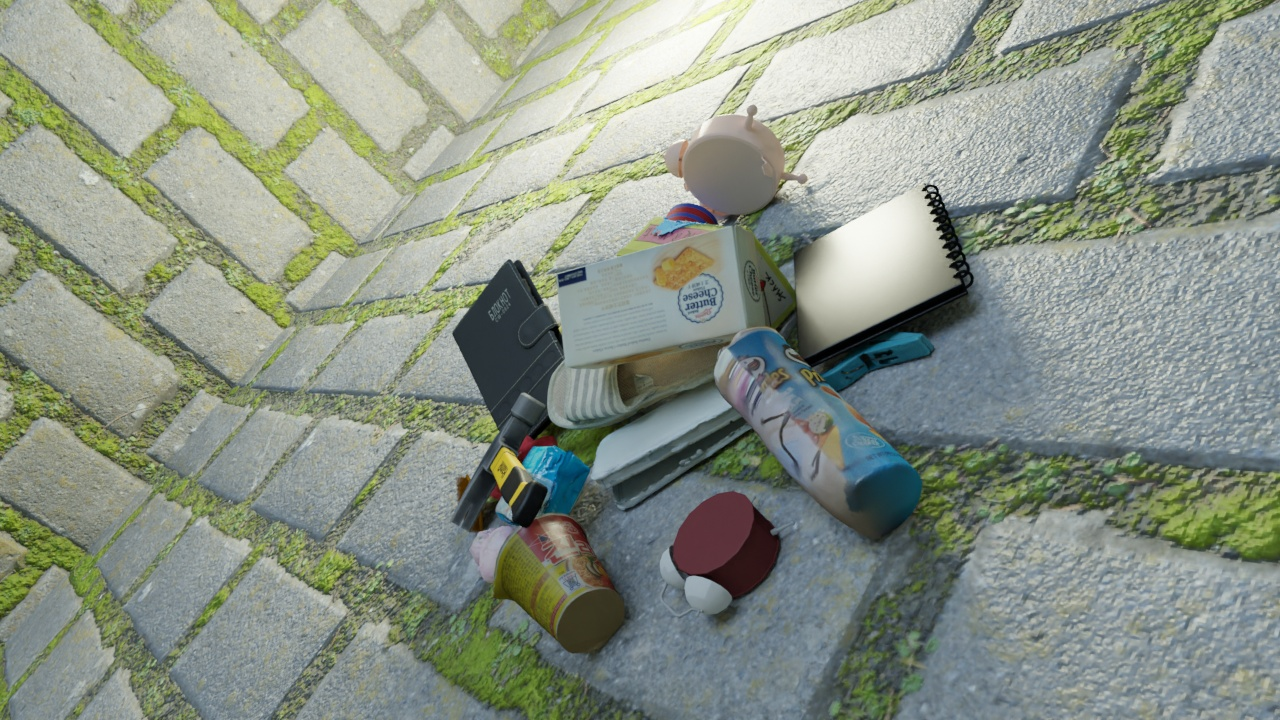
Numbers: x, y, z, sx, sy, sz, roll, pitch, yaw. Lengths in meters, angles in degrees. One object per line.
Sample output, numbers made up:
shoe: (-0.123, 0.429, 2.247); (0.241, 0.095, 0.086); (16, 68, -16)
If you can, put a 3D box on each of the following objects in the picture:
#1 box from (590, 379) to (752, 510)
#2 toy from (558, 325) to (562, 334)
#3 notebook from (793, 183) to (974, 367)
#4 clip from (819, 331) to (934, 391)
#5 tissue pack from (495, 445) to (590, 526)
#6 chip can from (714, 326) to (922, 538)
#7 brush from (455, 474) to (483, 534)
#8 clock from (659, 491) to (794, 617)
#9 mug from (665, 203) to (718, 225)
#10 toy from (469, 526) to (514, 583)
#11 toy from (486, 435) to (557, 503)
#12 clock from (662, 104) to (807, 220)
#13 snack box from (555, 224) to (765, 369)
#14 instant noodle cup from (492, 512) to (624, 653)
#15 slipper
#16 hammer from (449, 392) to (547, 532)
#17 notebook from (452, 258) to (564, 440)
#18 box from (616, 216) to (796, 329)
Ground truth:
box: (0.042, 0.068, 0.952); (0.214, 0.063, 0.118); (-34, 26, 19)
toy: (-0.065, -0.038, 1.224); (0.170, 0.064, 0.155); (-41, 18, 0)
notebook: (0.233, -0.092, 0.919); (0.169, 0.019, 0.230); (-27, 25, 23)
clip: (0.201, -0.002, 0.862); (0.118, 0.033, 0.120); (-39, 26, 2)
tissue pack: (-0.107, 0.144, 0.998); (0.092, 0.061, 0.145); (-59, 11, -14)
chip can: (0.140, 0.054, 0.775); (0.080, 0.080, 0.229); (-41, 36, 4)
brush: (-0.222, 0.173, 1.166); (0.017, 0.048, 0.126); (-6, 18, -20)
clock: (0.066, 0.166, 0.783); (0.124, 0.044, 0.087); (-48, 27, -8)
mug: (0.042, -0.157, 1.227); (0.112, 0.075, 0.076); (2, 48, 28)
toy: (-0.141, 0.214, 0.994); (0.110, 0.047, 0.063); (6, 76, 51)
toy: (-0.154, 0.131, 1.129); (0.135, 0.045, 0.091); (-30, 31, 35)
clock: (0.117, -0.249, 1.209); (0.161, 0.131, 0.086); (-11, 41, 46)
snack box: (0.018, -0.058, 0.927); (0.208, 0.057, 0.104); (-12, 80, 28)
instant noodle cup: (-0.069, 0.212, 0.859); (0.100, 0.100, 0.112); (-47, 35, -8)
slipper: (-0.006, 0.006, 1.000); (0.273, 0.054, 0.114); (-22, 57, 34)
hammer: (-0.136, 0.124, 0.945); (0.169, 0.034, 0.325); (-59, 13, -5)
notebook: (-0.162, -0.006, 1.194); (0.170, 0.029, 0.209); (-46, 65, 31)
box: (0.072, -0.096, 1.066); (0.079, 0.124, 0.221); (-47, 28, -12)
